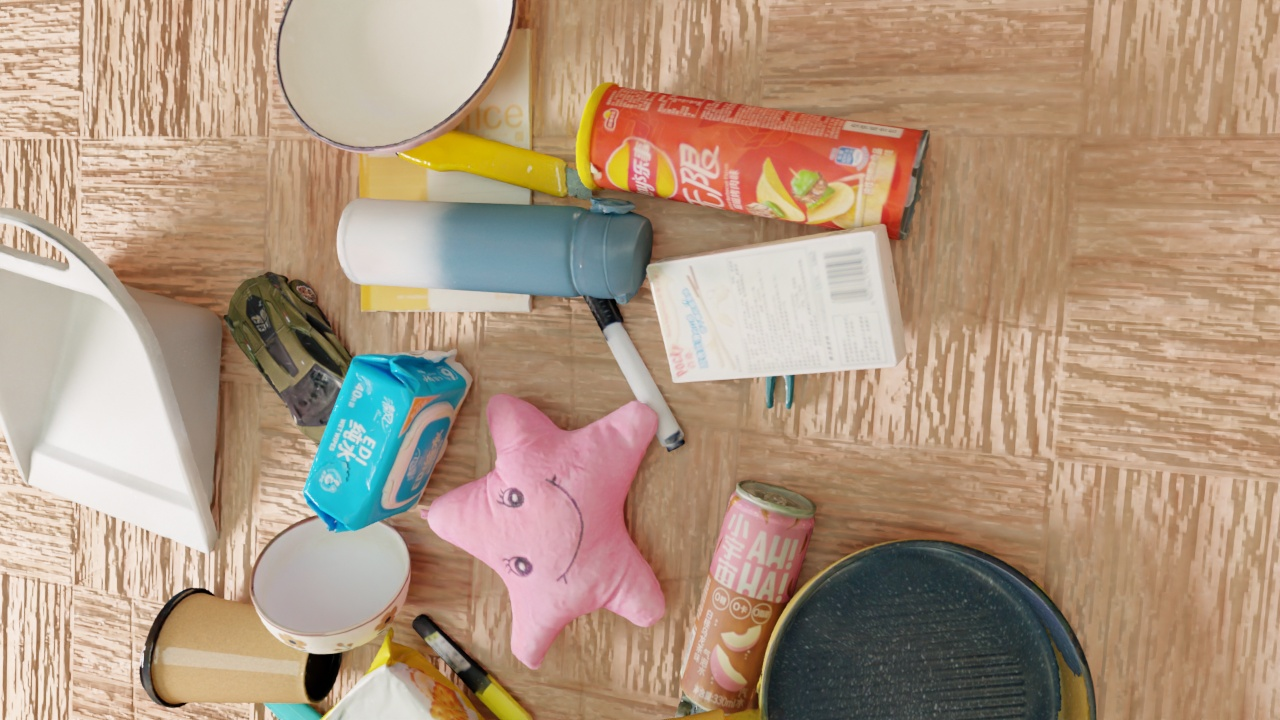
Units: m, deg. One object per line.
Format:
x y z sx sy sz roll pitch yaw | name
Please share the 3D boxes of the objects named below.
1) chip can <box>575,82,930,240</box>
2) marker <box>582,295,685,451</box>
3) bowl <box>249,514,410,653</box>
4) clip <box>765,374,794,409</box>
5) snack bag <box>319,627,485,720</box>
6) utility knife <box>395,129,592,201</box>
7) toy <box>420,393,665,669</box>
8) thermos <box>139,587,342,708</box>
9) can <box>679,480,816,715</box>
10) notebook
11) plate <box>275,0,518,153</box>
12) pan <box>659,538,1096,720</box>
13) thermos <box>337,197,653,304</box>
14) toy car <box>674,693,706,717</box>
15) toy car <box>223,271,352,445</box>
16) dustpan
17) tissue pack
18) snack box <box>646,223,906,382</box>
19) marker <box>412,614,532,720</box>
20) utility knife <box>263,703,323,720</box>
0.070 -0.130 0.591 0.217 0.073 0.073 12 96 17 | chip can
-0.004 0.004 0.648 0.023 0.018 0.130 -33 82 30 | marker
-0.229 0.175 0.692 0.113 0.113 0.062 18 132 16 | bowl
0.095 0.005 0.619 0.046 0.014 0.057 4 96 18 | clip
-0.148 0.336 0.678 0.246 0.068 0.158 44 103 7 | snack bag
-0.110 -0.143 0.664 0.173 0.015 0.033 18 97 15 | utility knife
-0.070 0.120 0.644 0.179 0.074 0.194 -1 90 14 | toy
-0.316 0.232 0.727 0.143 0.093 0.093 4 94 9 | thermos
0.071 0.158 0.610 0.058 0.057 0.147 17 98 16 | can
-0.148 -0.139 0.691 0.146 0.010 0.206 1 93 17 | notebook
-0.172 -0.234 0.665 0.193 0.039 0.192 -4 77 16 | plate
0.091 0.215 0.543 0.357 0.078 0.197 -7 83 0 | pan
-0.100 -0.080 0.640 0.221 0.070 0.070 4 94 16 | thermos
0.041 0.289 0.639 0.054 0.036 0.120 14 87 17 | toy car
-0.265 0.001 0.721 0.070 0.042 0.158 -41 83 16 | toy car
-0.455 0.016 0.730 0.223 0.142 0.258 15 96 17 | dustpan
-0.181 0.054 0.669 0.063 0.090 0.140 28 101 13 | tissue pack
0.084 -0.033 0.585 0.157 0.026 0.085 -5 106 32 | snack box
-0.129 0.239 0.702 0.124 0.015 0.018 39 102 15 | marker
-0.253 0.309 0.746 0.160 0.013 0.029 35 105 10 | utility knife
